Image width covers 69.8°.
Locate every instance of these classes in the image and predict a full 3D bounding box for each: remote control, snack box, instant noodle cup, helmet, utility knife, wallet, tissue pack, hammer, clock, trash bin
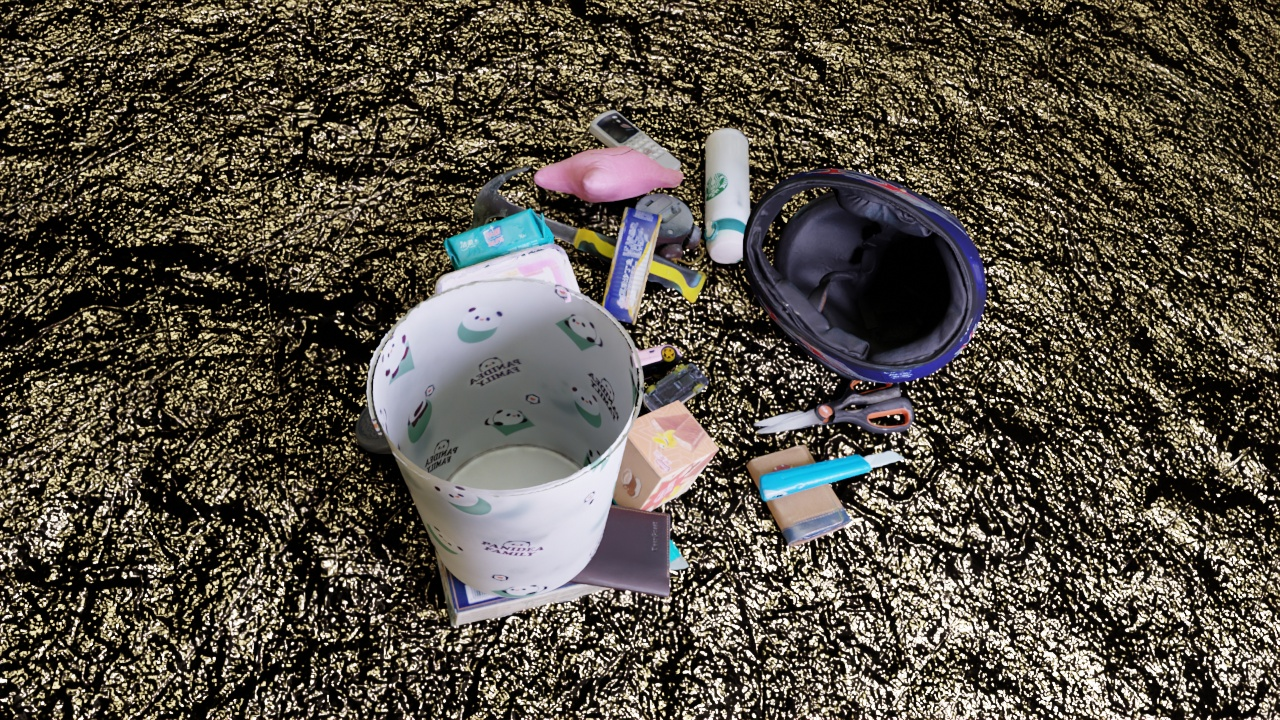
[{"bbox_3d":[-0.009,-0.326,1.396,0.150,0.021,0.058,41,57,14],"label":"remote control"},{"bbox_3d":[0.017,0.114,1.044,0.094,0.093,0.077,-22,64,-40],"label":"snack box"},{"bbox_3d":[-0.159,-0.057,1.125,0.173,0.060,0.138,-21,95,-27],"label":"instant noodle cup"},{"bbox_3d":[-0.134,0.178,1.002,0.177,0.046,0.182,-9,59,-19],"label":"snack box"},{"bbox_3d":[0.280,-0.113,1.181,0.315,0.247,0.240,33,12,1],"label":"helmet"},{"bbox_3d":[-0.022,0.156,1.065,0.029,0.013,0.223,-28,69,-30],"label":"utility knife"},{"bbox_3d":[-0.027,0.198,0.979,0.122,0.020,0.096,12,54,-12],"label":"wallet"},{"bbox_3d":[-0.173,-0.139,1.161,0.133,0.093,0.050,-19,73,-5],"label":"tissue pack"},{"bbox_3d":[-0.066,-0.160,1.229,0.323,0.126,0.032,21,15,-7],"label":"hammer"},{"bbox_3d":[0.037,-0.179,1.285,0.122,0.055,0.081,40,56,13],"label":"clock"},{"bbox_3d":[0.190,0.160,1.105,0.090,0.033,0.115,-14,57,-21],"label":"wallet"},{"bbox_3d":[0.229,0.133,1.098,0.194,0.018,0.034,-11,41,-16],"label":"utility knife"},{"bbox_3d":[-0.120,0.088,0.868,0.229,0.252,0.229,2,53,-3],"label":"trash bin"}]

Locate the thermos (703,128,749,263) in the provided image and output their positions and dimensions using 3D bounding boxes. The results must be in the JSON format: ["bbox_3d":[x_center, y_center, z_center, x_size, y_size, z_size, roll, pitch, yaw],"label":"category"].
[{"bbox_3d":[0.125,-0.240,1.340,0.073,0.073,0.223,9,55,-8],"label":"thermos"}]

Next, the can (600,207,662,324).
[{"bbox_3d":[-0.013,-0.122,1.187,0.049,0.148,0.074,13,16,-3],"label":"can"}]

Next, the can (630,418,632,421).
[{"bbox_3d":[-0.064,0.054,1.100,0.133,0.053,0.053,43,57,16],"label":"can"}]

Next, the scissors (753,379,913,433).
[{"bbox_3d":[0.256,0.077,1.182,0.234,0.022,0.143,-31,69,-30],"label":"scissors"}]

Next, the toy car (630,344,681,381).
[{"bbox_3d":[-0.007,0.007,1.146,0.122,0.056,0.037,-16,68,-24],"label":"toy car"}]

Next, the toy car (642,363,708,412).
[{"bbox_3d":[0.042,0.040,1.147,0.090,0.035,0.042,-33,68,-30],"label":"toy car"}]

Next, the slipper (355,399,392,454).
[{"bbox_3d":[-0.187,0.059,1.031,0.268,0.083,0.110,-19,34,2],"label":"slipper"}]

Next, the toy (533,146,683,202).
[{"bbox_3d":[-0.056,-0.262,1.287,0.194,0.075,0.178,-10,22,-27],"label":"toy"}]
